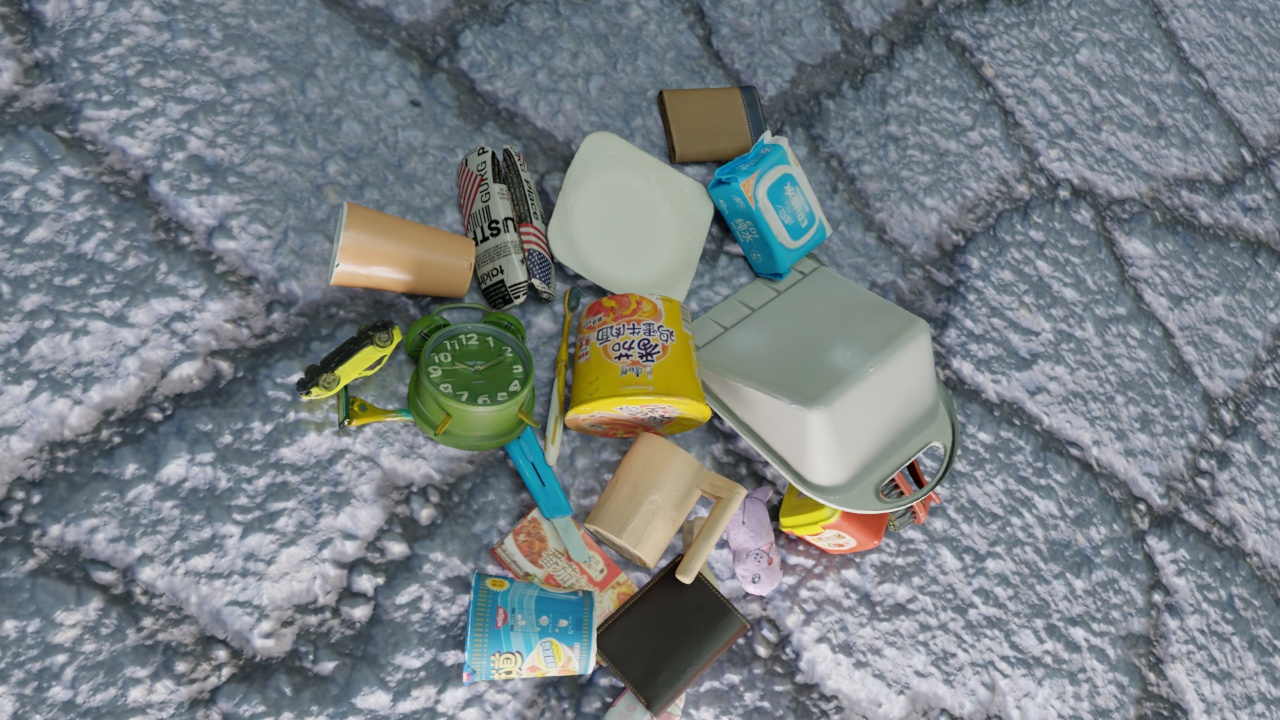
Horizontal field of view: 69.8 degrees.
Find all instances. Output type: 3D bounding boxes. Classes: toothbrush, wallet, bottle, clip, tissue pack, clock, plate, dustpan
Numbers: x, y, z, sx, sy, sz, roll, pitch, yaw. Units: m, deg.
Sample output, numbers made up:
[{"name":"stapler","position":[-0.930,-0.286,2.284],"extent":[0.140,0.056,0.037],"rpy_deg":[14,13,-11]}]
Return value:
[{"name":"toothbrush","position":[-0.074,0.011,0.889],"extent":[0.016,0.018,0.191],"rpy_deg":[19,62,-28]},{"name":"wallet","position":[0.081,-0.259,1.009],"extent":[0.115,0.033,0.090],"rpy_deg":[-8,79,-19]},{"name":"bottle","position":[-0.013,0.352,0.831],"extent":[0.068,0.068,0.196],"rpy_deg":[40,66,-8]},{"name":"clip","position":[0.050,0.212,0.909],"extent":[0.034,0.083,0.104],"rpy_deg":[5,55,-17]},{"name":"tissue pack","position":[0.139,-0.164,0.977],"extent":[0.089,0.063,0.140],"rpy_deg":[-41,111,-23]},{"name":"wallet","position":[0.025,0.249,0.840],"extent":[0.122,0.020,0.096],"rpy_deg":[-39,66,-17]},{"name":"clock","position":[-0.155,0.007,0.841],"extent":[0.116,0.056,0.161],"rpy_deg":[-3,50,-22]},{"name":"plate","position":[-0.013,-0.139,0.942],"extent":[0.164,0.034,0.163],"rpy_deg":[26,67,-18]},{"name":"dustpan","position":[0.188,0.030,0.935],"extent":[0.222,0.258,0.143],"rpy_deg":[-34,128,-22]}]

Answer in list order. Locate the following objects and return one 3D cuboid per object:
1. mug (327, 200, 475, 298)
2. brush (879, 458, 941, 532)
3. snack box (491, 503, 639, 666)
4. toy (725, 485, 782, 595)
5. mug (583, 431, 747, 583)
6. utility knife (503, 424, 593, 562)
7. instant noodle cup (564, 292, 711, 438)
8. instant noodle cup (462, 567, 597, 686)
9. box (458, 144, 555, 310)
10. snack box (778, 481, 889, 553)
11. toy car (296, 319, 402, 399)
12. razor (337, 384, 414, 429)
[{"name":"mug","position":[-0.220,-0.097,0.850],"extent":[0.122,0.078,0.078],"rpy_deg":[10,76,-23]},{"name":"brush","position":[0.260,0.113,0.976],"extent":[0.069,0.063,0.146],"rpy_deg":[-37,93,-9]},{"name":"snack box","position":[-0.062,0.207,0.865],"extent":[0.075,0.025,0.153],"rpy_deg":[-44,95,-21]},{"name":"toy","position":[0.115,0.182,0.925],"extent":[0.083,0.039,0.108],"rpy_deg":[-6,78,-42]},{"name":"mug","position":[0.022,0.140,0.864],"extent":[0.125,0.084,0.103],"rpy_deg":[23,69,29]},{"name":"utility knife","position":[-0.096,0.106,0.857],"extent":[0.034,0.018,0.191],"rpy_deg":[-25,75,-22]},{"name":"instant noodle cup","position":[-0.005,0.005,0.874],"extent":[0.138,0.138,0.109],"rpy_deg":[4,70,-19]},{"name":"instant noodle cup","position":[-0.095,0.234,0.798],"extent":[0.110,0.099,0.099],"rpy_deg":[5,77,-7]},{"name":"box","position":[-0.120,-0.132,0.903],"extent":[0.087,0.076,0.162],"rpy_deg":[-5,77,-42]},{"name":"snack box","position":[0.200,0.151,0.933],"extent":[0.080,0.091,0.081],"rpy_deg":[35,59,-18]},{"name":"toy car","position":[-0.261,0.002,0.829],"extent":[0.105,0.048,0.032],"rpy_deg":[-40,120,-23]},{"name":"razor","position":[-0.210,0.044,0.846],"extent":[0.132,0.028,0.043],"rpy_deg":[-2,45,-18]}]
